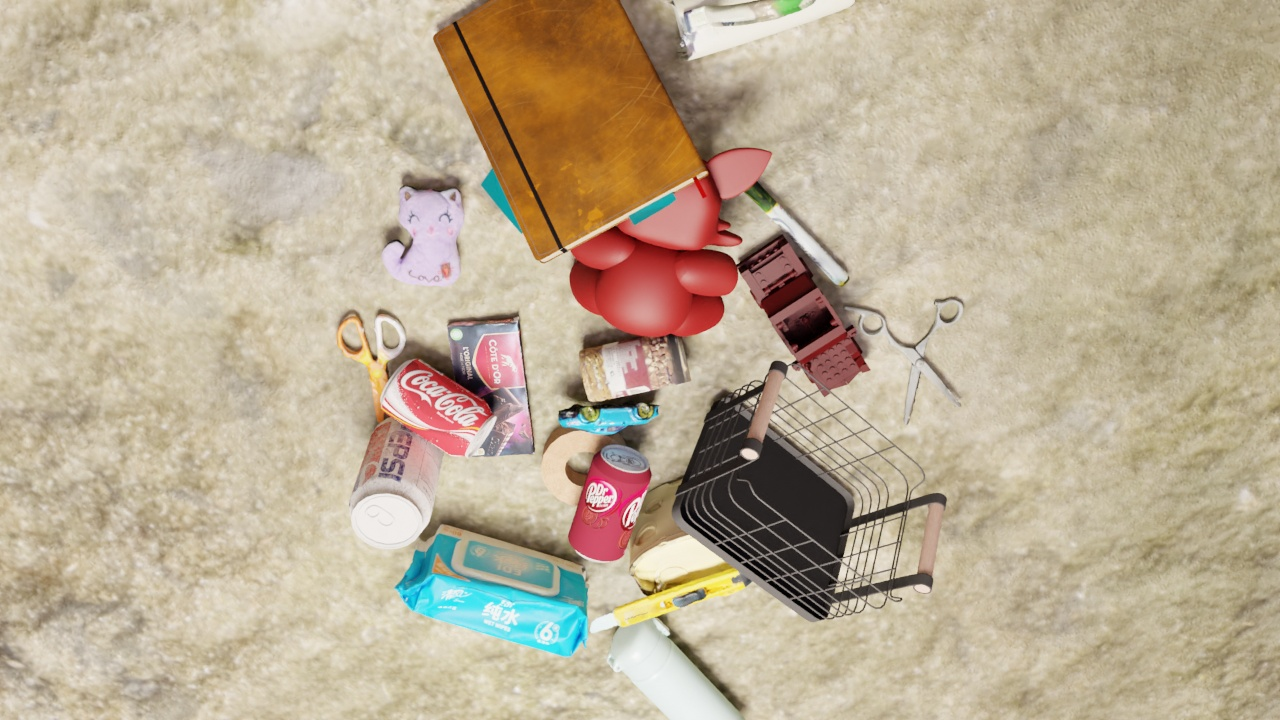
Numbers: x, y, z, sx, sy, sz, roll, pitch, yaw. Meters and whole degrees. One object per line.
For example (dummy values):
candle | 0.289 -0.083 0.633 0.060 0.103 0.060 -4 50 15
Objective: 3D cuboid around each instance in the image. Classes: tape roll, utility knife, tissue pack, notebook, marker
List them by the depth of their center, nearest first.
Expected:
notebook | -0.068 -0.210 0.788 0.178 0.014 0.249 -27 79 9
marker | 0.153 -0.125 0.899 0.146 0.017 0.017 41 106 -17
utility knife | 0.029 0.244 0.928 0.175 0.017 0.030 -19 114 9
tape roll | -0.059 0.110 0.986 0.094 0.027 0.094 -1 113 -2
tissue pack | -0.155 0.246 0.993 0.209 0.117 0.066 18 105 -10

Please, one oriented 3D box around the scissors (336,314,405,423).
scissors | -0.264 0.011 0.947 0.073 0.012 0.131 -12 117 -1

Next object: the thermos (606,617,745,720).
thermos | 0.045 0.387 1.086 0.078 0.065 0.207 -43 109 -10

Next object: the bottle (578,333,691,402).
bottle | -0.006 0.005 0.928 0.105 0.056 0.056 -12 113 3

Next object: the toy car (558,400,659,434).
toy car | -0.032 0.059 0.943 0.105 0.048 0.032 -4 91 -17

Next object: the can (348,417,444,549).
can | -0.243 0.119 0.922 0.078 0.136 0.078 -2 119 -3

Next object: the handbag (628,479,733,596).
handbag | 0.042 0.189 0.974 0.111 0.119 0.081 -20 114 6

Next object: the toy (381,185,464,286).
toy | -0.208 -0.118 0.880 0.080 0.036 0.100 2 114 -4

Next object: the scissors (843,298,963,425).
scissors | 0.277 -0.008 0.955 0.171 0.014 0.142 23 107 -10

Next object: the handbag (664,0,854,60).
handbag | 0.096 -0.298 0.739 0.151 0.175 0.074 -16 111 6

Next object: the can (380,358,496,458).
can | -0.203 0.049 0.924 0.105 0.064 0.064 33 109 3

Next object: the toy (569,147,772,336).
toy | 0.019 -0.117 0.843 0.158 0.120 0.198 16 118 3

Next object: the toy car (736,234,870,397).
toy car | 0.167 -0.037 0.913 0.070 0.061 0.170 -33 110 11

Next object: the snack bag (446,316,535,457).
snack bag | -0.154 0.031 0.956 0.074 0.018 0.155 -4 111 3

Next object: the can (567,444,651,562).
can | -0.032 0.149 0.952 0.063 0.063 0.114 15 111 -8

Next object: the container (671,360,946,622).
container | 0.166 0.131 0.905 0.241 0.162 0.131 38 141 -16
